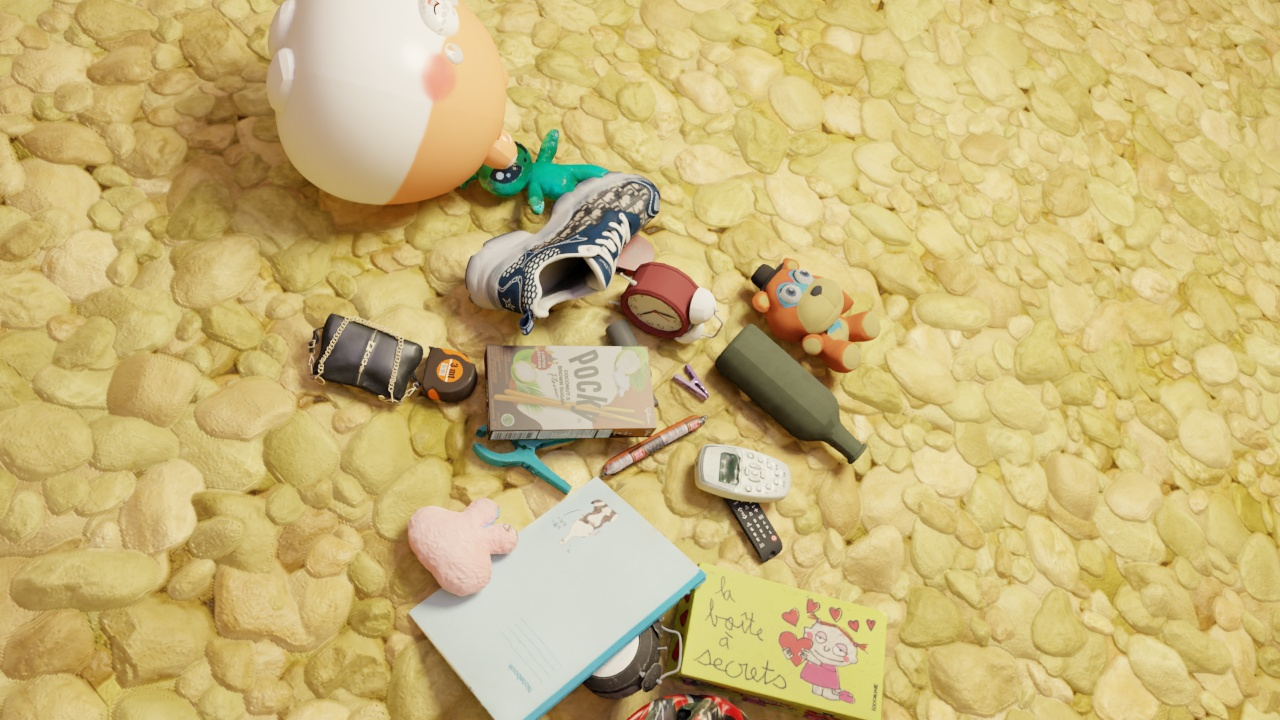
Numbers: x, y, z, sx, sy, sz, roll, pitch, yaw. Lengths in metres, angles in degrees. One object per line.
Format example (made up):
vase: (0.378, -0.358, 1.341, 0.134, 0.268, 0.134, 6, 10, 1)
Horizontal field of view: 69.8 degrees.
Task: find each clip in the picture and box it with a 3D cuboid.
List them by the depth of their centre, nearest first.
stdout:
clip: (-0.126, 0.092, 1.033, 0.120, 0.027, 0.103, 12, 60, -12)
clip: (0.065, 0.024, 1.131, 0.051, 0.014, 0.045, 22, 58, -3)

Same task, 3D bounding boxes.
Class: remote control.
remote control: (0.119, 0.133, 1.066, 0.114, 0.028, 0.060, 14, 62, -10)
remote control: (0.117, 0.166, 1.076, 0.033, 0.015, 0.146, -24, 74, -25)

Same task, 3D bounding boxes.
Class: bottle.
bottle: (-0.007, 0.006, 1.106, 0.030, 0.030, 0.113, -18, 72, -24)
bottle: (0.188, 0.047, 1.123, 0.207, 0.072, 0.071, 42, 61, 5)

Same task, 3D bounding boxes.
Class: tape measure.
tape measure: (-0.214, 0.018, 1.036, 0.059, 0.038, 0.058, 5, 63, 1)
tape measure: (-0.012, -0.132, 1.178, 0.051, 0.019, 0.058, 36, 67, -1)

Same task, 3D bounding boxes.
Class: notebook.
notebook: (-0.083, 0.240, 0.940, 0.252, 0.009, 0.181, -34, 53, -27)

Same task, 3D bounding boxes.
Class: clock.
clock: (-0.022, 0.293, 0.931, 0.123, 0.044, 0.091, -10, 51, 18)
clock: (0.035, -0.067, 1.117, 0.137, 0.096, 0.048, 28, 61, 1)

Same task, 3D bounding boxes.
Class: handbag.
handbag: (-0.303, 0.001, 1.014, 0.128, 0.054, 0.079, 20, 72, -10)

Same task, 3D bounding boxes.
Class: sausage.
sausage: (0.017, 0.098, 1.076, 0.155, 0.020, 0.020, -26, 75, -26)

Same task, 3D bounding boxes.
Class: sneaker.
sneaker: (-0.065, -0.124, 1.079, 0.268, 0.103, 0.132, -35, 47, -22)

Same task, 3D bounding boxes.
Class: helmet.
helmet: (0.051, 0.441, 0.858, 0.217, 0.167, 0.271, 23, 48, -9)

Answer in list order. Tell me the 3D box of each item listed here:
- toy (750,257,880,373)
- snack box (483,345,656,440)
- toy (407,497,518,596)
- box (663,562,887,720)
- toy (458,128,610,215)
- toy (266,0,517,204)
toy: (0.217, -0.061, 1.178, 0.176, 0.096, 0.112, 31, 60, 12)
snack box: (-0.080, 0.036, 1.037, 0.186, 0.032, 0.101, 0, 66, -15)
toy: (-0.181, 0.187, 0.954, 0.104, 0.053, 0.108, -26, 61, -35)
box: (0.145, 0.306, 0.983, 0.221, 0.080, 0.124, 20, 62, -8)
toy: (-0.137, -0.233, 1.164, 0.193, 0.073, 0.130, 13, 60, 0)
toy: (-0.277, -0.311, 1.046, 0.280, 0.267, 0.262, 7, 60, -31)
